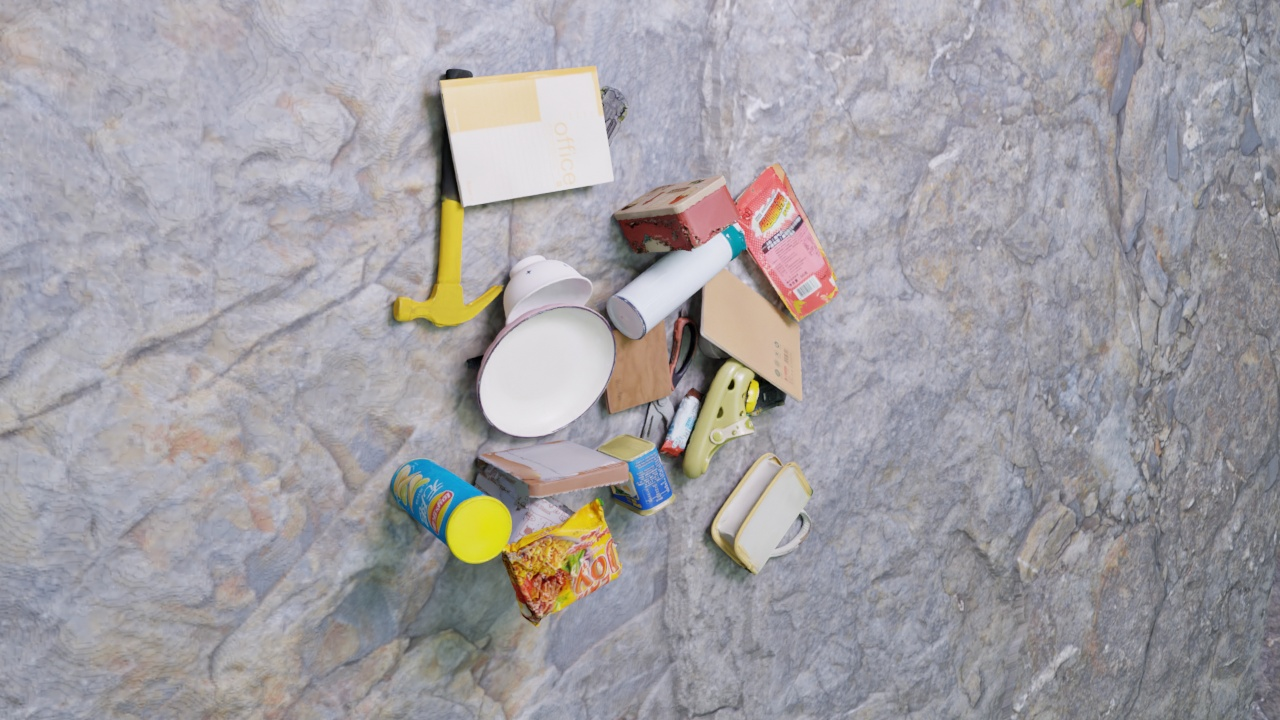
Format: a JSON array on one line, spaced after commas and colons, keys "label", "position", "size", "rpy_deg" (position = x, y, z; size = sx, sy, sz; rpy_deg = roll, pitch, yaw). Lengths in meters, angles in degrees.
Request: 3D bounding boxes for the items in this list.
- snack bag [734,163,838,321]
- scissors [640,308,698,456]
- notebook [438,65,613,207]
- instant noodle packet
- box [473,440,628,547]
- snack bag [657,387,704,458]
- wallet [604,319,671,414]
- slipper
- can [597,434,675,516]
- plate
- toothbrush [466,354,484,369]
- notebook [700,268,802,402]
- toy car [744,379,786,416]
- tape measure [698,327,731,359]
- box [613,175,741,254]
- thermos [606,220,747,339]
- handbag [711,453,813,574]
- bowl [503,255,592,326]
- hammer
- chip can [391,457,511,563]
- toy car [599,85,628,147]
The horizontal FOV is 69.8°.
[{"label": "snack bag", "position": [0.211, -0.168, 1.339], "size": [0.128, 0.073, 0.208], "rpy_deg": [-45, 111, -23]}, {"label": "scissors", "position": [0.028, 0.034, 1.282], "size": [0.188, 0.015, 0.225], "rpy_deg": [-42, 117, -20]}, {"label": "notebook", "position": [-0.132, -0.272, 1.106], "size": [0.205, 0.010, 0.146], "rpy_deg": [-15, 104, -29]}, {"label": "instant noodle packet", "position": [-0.083, 0.225, 1.020], "size": [0.128, 0.044, 0.111], "rpy_deg": [-25, 115, -23]}, {"label": "box", "position": [-0.112, 0.159, 1.121], "size": [0.150, 0.182, 0.166], "rpy_deg": [40, 80, -30]}, {"label": "snack bag", "position": [0.059, 0.089, 1.285], "size": [0.048, 0.026, 0.104], "rpy_deg": [32, 79, -55]}, {"label": "wallet", "position": [-0.007, 0.007, 1.236], "size": [0.101, 0.020, 0.115], "rpy_deg": [-17, 108, -27]}, {"label": "slipper", "position": [0.123, 0.086, 1.295], "size": [0.081, 0.091, 0.190], "rpy_deg": [24, 91, 9]}, {"label": "can", "position": [-0.007, 0.151, 1.227], "size": [0.057, 0.102, 0.083], "rpy_deg": [-27, 108, -25]}, {"label": "plate", "position": [-0.121, 0.008, 1.148], "size": [0.192, 0.039, 0.193], "rpy_deg": [-20, 131, -25]}, {"label": "toothbrush", "position": [-0.134, -0.010, 1.179], "size": [0.189, 0.014, 0.016], "rpy_deg": [-10, 103, -31]}, {"label": "notebook", "position": [0.161, -0.045, 1.308], "size": [0.207, 0.008, 0.147], "rpy_deg": [32, 45, -30]}, {"label": "toy car", "position": [0.178, 0.053, 1.361], "size": [0.091, 0.036, 0.043], "rpy_deg": [-15, 103, -27]}, {"label": "tape measure", "position": [0.116, -0.034, 1.314], "size": [0.065, 0.034, 0.066], "rpy_deg": [-21, 105, -30]}, {"label": "box", "position": [0.047, -0.176, 1.173], "size": [0.091, 0.168, 0.078], "rpy_deg": [-36, 110, -22]}, {"label": "thermos", "position": [0.053, -0.118, 1.229], "size": [0.223, 0.073, 0.073], "rpy_deg": [-41, 115, -28]}, {"label": "handbag", "position": [0.196, 0.245, 1.395], "size": [0.163, 0.063, 0.179], "rpy_deg": [-52, 133, -15]}, {"label": "bowl", "position": [-0.125, -0.090, 1.134], "size": [0.118, 0.119, 0.064], "rpy_deg": [-19, 68, -28]}, {"label": "hammer", "position": [-0.222, -0.190, 1.089], "size": [0.128, 0.033, 0.301], "rpy_deg": [0, 97, -31]}, {"label": "chip can", "position": [-0.218, 0.163, 1.036], "size": [0.071, 0.210, 0.071], "rpy_deg": [-5, 99, -30]}, {"label": "toy car", "position": [-0.055, -0.300, 1.173], "size": [0.048, 0.032, 0.105], "rpy_deg": [31, 82, -29]}]
